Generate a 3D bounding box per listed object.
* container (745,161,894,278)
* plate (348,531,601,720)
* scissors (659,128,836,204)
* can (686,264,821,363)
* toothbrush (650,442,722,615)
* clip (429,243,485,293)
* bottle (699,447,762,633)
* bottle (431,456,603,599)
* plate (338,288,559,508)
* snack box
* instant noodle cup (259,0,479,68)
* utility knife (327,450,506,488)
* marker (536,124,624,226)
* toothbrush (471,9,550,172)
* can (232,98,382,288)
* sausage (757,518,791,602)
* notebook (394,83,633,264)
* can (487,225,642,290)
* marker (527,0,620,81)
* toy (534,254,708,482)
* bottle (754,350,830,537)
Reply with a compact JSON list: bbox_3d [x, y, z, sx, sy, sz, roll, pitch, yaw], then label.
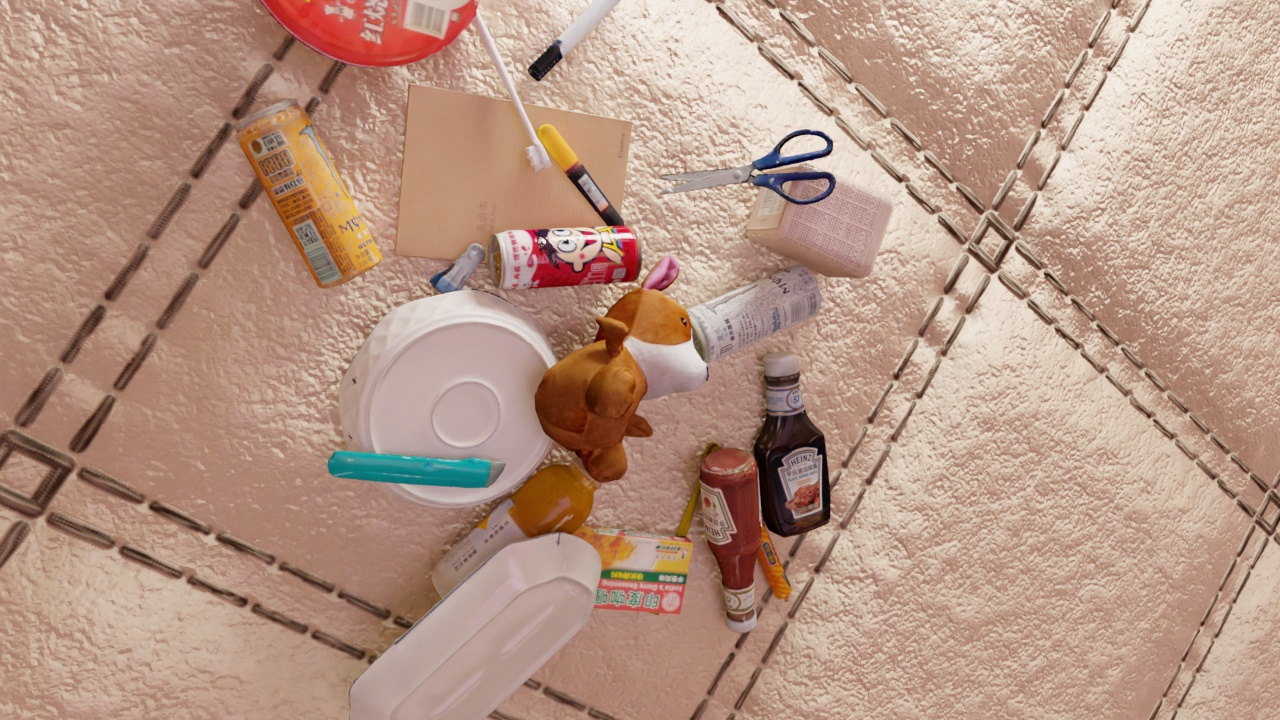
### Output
[{"bbox_3d":[0.178,-0.144,0.931,0.111,0.090,0.090,19,90,-23],"label":"container"},{"bbox_3d":[-0.139,0.264,0.829,0.265,0.034,0.162,-42,139,0],"label":"plate"},{"bbox_3d":[0.103,-0.189,0.883,0.174,0.012,0.124,23,88,15],"label":"scissors"},{"bbox_3d":[0.110,-0.047,0.931,0.146,0.058,0.058,-23,106,-19],"label":"can"},{"bbox_3d":[0.048,0.176,0.960,0.015,0.017,0.190,21,89,-26],"label":"toothbrush"},{"bbox_3d":[-0.160,-0.081,0.822,0.058,0.045,0.027,-49,116,-8],"label":"clip"},{"bbox_3d":[0.098,0.192,0.956,0.059,0.060,0.206,-16,114,-21],"label":"bottle"},{"bbox_3d":[-0.106,0.156,0.847,0.189,0.068,0.068,-43,112,-2],"label":"bottle"},{"bbox_3d":[-0.161,0.042,0.819,0.204,0.045,0.205,-8,109,-23],"label":"plate"},{"bbox_3d":[-0.028,0.208,0.918,0.155,0.027,0.077,9,94,-18],"label":"snack box"},{"bbox_3d":[-0.222,-0.330,0.738,0.193,0.066,0.194,-3,99,-22],"label":"instant noodle cup"},{"bbox_3d":[-0.191,0.093,0.788,0.151,0.013,0.029,8,100,-25],"label":"utility knife"},{"bbox_3d":[-0.054,-0.167,0.852,0.018,0.015,0.124,-44,116,-9],"label":"marker"},{"bbox_3d":[-0.125,-0.251,0.808,0.016,0.016,0.180,-28,100,-17],"label":"toothbrush"},{"bbox_3d":[-0.270,-0.134,0.750,0.058,0.058,0.146,-30,109,-17],"label":"can"},{"bbox_3d":[0.131,0.197,0.998,0.021,0.021,0.165,-30,109,-17],"label":"sausage"},{"bbox_3d":[-0.112,-0.160,0.842,0.211,0.012,0.149,3,98,-24],"label":"notebook"},{"bbox_3d":[-0.069,-0.094,0.837,0.132,0.053,0.053,-6,100,-23],"label":"can"},{"bbox_3d":[-0.054,-0.305,0.839,0.018,0.023,0.130,45,81,-16],"label":"marker"},{"bbox_3d":[-0.005,0.005,0.829,0.130,0.199,0.140,19,131,10],"label":"toy"},{"bbox_3d":[0.159,0.088,0.982,0.079,0.044,0.195,-13,102,-23],"label":"bottle"}]
